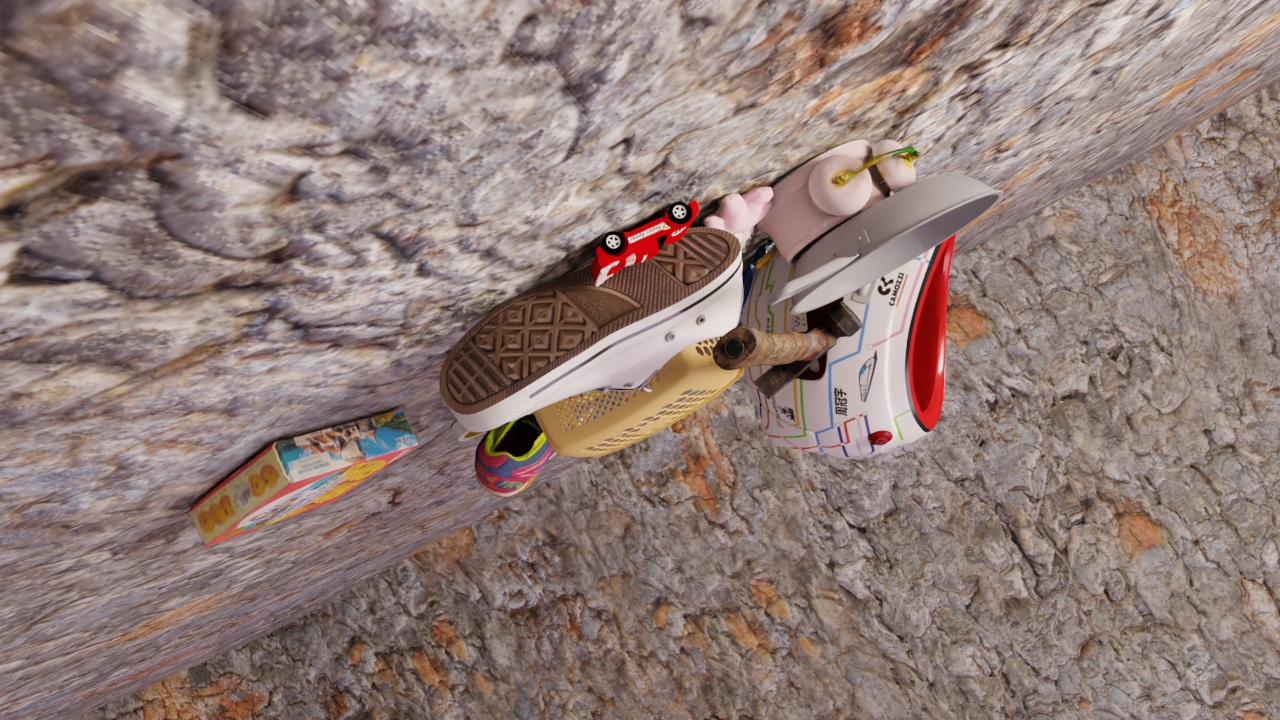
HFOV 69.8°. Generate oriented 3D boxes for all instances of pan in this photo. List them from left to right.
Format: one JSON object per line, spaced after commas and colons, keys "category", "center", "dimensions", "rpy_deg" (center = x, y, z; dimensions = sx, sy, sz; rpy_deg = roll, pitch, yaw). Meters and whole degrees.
{"category": "pan", "center": [0.173, -0.087, 0.732], "dimensions": [0.201, 0.051, 0.355], "rpy_deg": [-33, 170, 33]}

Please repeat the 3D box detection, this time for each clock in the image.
{"category": "clock", "center": [0.167, -0.140, 0.778], "dimensions": [0.116, 0.059, 0.158], "rpy_deg": [-23, 171, -34]}

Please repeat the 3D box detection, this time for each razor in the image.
{"category": "razor", "center": [0.110, -0.077, 0.940], "dimensions": [0.140, 0.018, 0.044], "rpy_deg": [-63, -170, -28]}

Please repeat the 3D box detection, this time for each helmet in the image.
{"category": "helmet", "center": [0.224, -0.038, 1.040], "dimensions": [0.236, 0.315, 0.230], "rpy_deg": [11, -146, 26]}

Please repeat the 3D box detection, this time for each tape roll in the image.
{"category": "tape roll", "center": [-0.177, 0.066, 1.087], "dimensions": [0.094, 0.019, 0.094], "rpy_deg": [-27, 173, -4]}

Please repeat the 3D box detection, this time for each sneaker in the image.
{"category": "sneaker", "center": [-0.085, 0.055, 1.029], "dimensions": [0.241, 0.116, 0.091], "rpy_deg": [-43, 156, -31]}
{"category": "sneaker", "center": [-0.029, -0.009, 0.696], "dimensions": [0.245, 0.091, 0.097], "rpy_deg": [-30, 135, -15]}

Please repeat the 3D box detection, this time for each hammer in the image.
{"category": "hammer", "center": [0.113, -0.005, 0.768], "dimensions": [0.120, 0.033, 0.329], "rpy_deg": [-43, 167, 16]}

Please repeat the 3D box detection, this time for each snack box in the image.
{"category": "snack box", "center": [-0.295, 0.102, 0.810], "dimensions": [0.143, 0.040, 0.144], "rpy_deg": [-31, 172, 30]}

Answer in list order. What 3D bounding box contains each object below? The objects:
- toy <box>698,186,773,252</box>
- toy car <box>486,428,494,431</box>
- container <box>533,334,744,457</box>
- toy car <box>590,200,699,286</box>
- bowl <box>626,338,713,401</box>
{"category": "toy", "center": [0.067, -0.103, 0.756], "dimensions": [0.095, 0.041, 0.109], "rpy_deg": [-21, 164, -36]}
{"category": "toy car", "center": [-0.145, 0.040, 0.947], "dimensions": [0.091, 0.042, 0.036], "rpy_deg": [-24, 146, -35]}
{"category": "container", "center": [-0.005, 0.005, 0.866], "dimensions": [0.184, 0.129, 0.166], "rpy_deg": [-31, 172, 19]}
{"category": "toy car", "center": [0.003, -0.087, 0.668], "dimensions": [0.089, 0.025, 0.038], "rpy_deg": [-26, 173, -15]}
{"category": "bowl", "center": [0.032, 0.003, 1.208], "dimensions": [0.153, 0.076, 0.153], "rpy_deg": [-28, 172, -5]}
